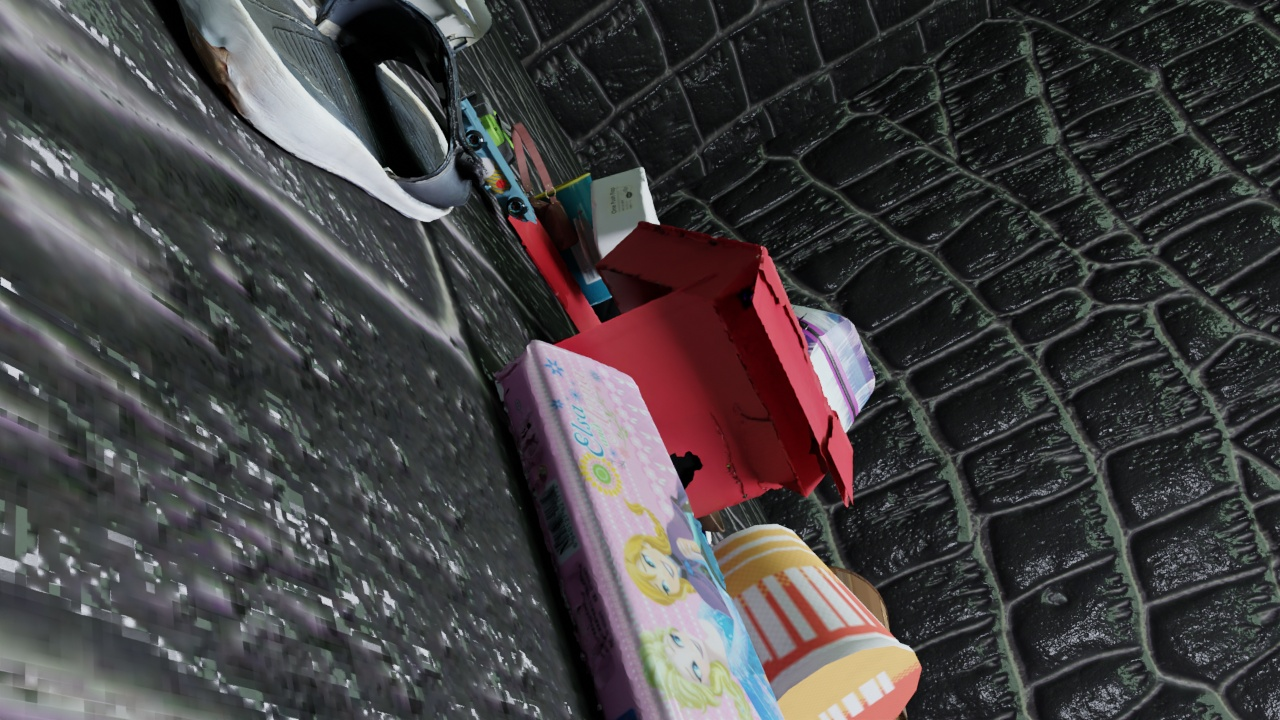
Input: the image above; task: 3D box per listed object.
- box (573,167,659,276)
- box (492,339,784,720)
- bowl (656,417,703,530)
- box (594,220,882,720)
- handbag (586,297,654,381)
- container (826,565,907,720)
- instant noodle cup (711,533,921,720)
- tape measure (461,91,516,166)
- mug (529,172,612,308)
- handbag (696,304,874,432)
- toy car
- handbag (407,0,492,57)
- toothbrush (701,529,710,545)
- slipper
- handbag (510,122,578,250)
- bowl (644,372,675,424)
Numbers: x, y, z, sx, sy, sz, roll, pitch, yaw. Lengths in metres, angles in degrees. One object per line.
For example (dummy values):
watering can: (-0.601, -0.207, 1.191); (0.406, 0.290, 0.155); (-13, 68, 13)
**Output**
box: (-0.029, -0.107, 0.862); (0.107, 0.102, 0.102); (-93, 169, -45)
box: (-0.012, 0.095, 0.415); (0.084, 0.063, 0.230); (21, 34, -43)
bowl: (0.036, 0.113, 0.857); (0.119, 0.032, 0.119); (61, 5, -9)
box: (0.089, 0.080, 0.574); (0.213, 0.128, 0.424); (60, 6, -37)
handbag: (0.008, -0.063, 1.022); (0.153, 0.125, 0.115); (64, 5, 28)
container: (0.178, 0.288, 0.843); (0.132, 0.132, 0.167); (60, 11, -13)
instant noodle cup: (0.096, 0.185, 0.607); (0.123, 0.123, 0.121); (57, -1, -43)
tape measure: (-0.137, -0.212, 0.863); (0.065, 0.036, 0.059); (64, 4, 29)
mug: (-0.062, -0.119, 0.934); (0.078, 0.078, 0.121); (-99, 164, -76)
handbag: (0.102, 0.002, 0.777); (0.170, 0.067, 0.144); (13, -37, 46)
toy car: (-0.121, -0.151, 0.726); (0.108, 0.027, 0.060); (59, 5, -30)
handbag: (-0.193, -0.347, 0.820); (0.151, 0.074, 0.176); (61, 4, -7)
toothbrush: (0.059, 0.152, 0.989); (0.015, 0.016, 0.186); (60, 4, -18)
slipper: (-0.119, -0.129, 0.421); (0.111, 0.063, 0.263); (62, 7, 3)
handbag: (-0.095, -0.161, 0.851); (0.055, 0.029, 0.120); (14, -52, 52)
bowl: (0.053, 0.055, 1.127); (0.150, 0.075, 0.150); (61, 5, -10)
